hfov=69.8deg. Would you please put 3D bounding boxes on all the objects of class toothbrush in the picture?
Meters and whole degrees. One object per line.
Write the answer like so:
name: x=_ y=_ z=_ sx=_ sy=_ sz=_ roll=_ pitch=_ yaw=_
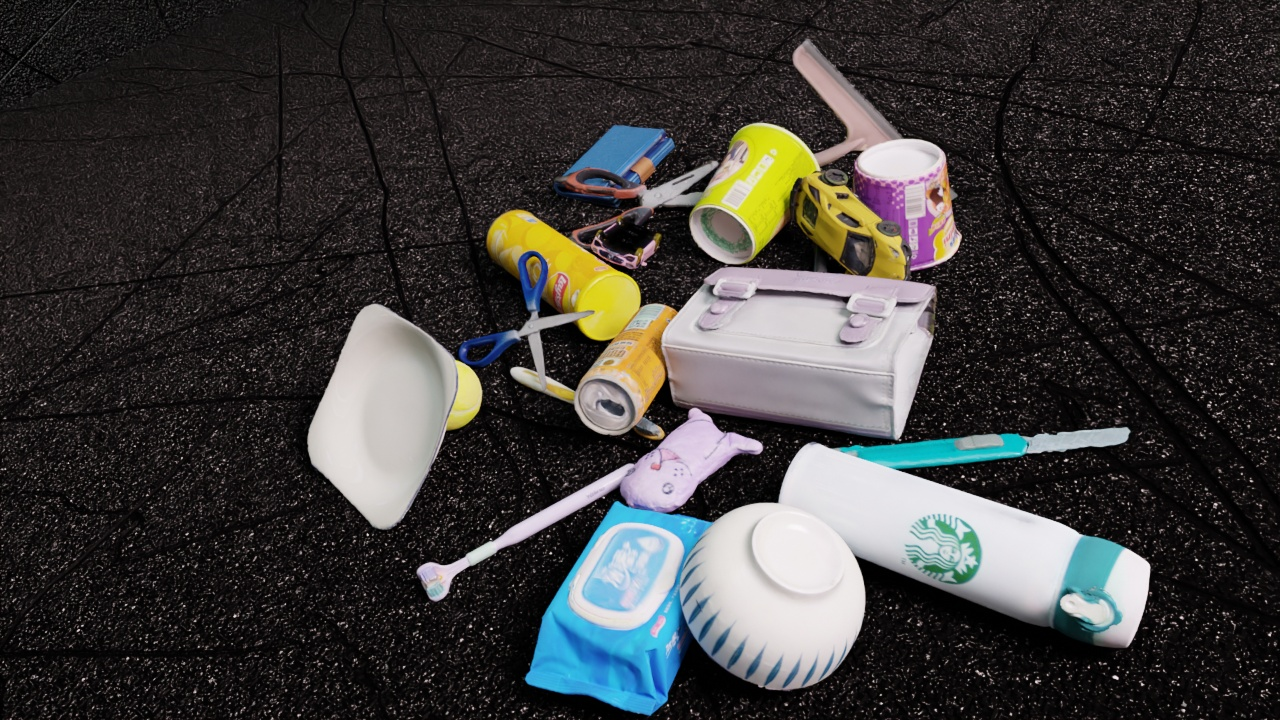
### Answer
toothbrush: x=-0.054 y=0.035 z=0.825 sx=0.191 sy=0.018 sz=0.016 roll=21 pitch=66 yaw=37
toothbrush: x=-0.083 y=0.127 z=0.714 sx=0.189 sy=0.029 sz=0.021 roll=-27 pitch=1 yaw=-19

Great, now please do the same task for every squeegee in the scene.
squeegee: x=0.174 y=-0.222 z=1.013 sx=0.250 sy=0.247 sz=0.040 roll=0 pitch=60 yaw=59

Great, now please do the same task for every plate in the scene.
plate: x=-0.215 y=0.047 z=0.792 sx=0.164 sy=0.034 sz=0.164 roll=32 pitch=100 yaw=37

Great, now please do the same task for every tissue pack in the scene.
tissue pack: x=-0.005 y=0.160 z=0.617 sx=0.095 sy=0.052 sz=0.156 roll=7 pitch=42 yaw=27

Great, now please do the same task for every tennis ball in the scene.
tennis ball: x=-0.177 y=0.031 z=0.831 sx=0.065 sy=0.065 sz=0.065 roll=-9 pitch=37 yaw=7

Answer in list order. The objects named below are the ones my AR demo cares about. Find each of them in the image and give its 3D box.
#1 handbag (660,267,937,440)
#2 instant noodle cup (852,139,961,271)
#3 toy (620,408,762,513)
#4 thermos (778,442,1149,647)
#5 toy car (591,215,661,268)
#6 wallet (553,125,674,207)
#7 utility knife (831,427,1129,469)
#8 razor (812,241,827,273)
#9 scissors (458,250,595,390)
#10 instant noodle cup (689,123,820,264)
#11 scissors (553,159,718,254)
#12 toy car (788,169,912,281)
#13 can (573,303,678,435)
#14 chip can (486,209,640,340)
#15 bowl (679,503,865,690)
handbag: x=0.137 y=-0.020 z=0.776 sx=0.197 sy=0.098 sz=0.144 roll=8 pitch=37 yaw=26
instant noodle cup: x=0.257 y=-0.157 z=0.907 sx=0.111 sy=0.099 sz=0.111 roll=-10 pitch=35 yaw=7
toy: x=0.033 y=0.083 z=0.716 sx=0.107 sy=0.039 sz=0.084 roll=-35 pitch=35 yaw=-26
thermos: x=0.202 y=0.117 z=0.592 sx=0.224 sy=0.073 sz=0.073 roll=17 pitch=47 yaw=34
toy car: x=-0.016 y=-0.122 z=0.981 sx=0.056 sy=0.037 sz=0.122 roll=24 pitch=24 yaw=7
wallet: x=-0.032 y=-0.250 z=1.169 sx=0.106 sy=0.040 sz=0.132 roll=18 pitch=57 yaw=37
utility knife: x=0.249 y=0.065 z=0.689 sx=0.223 sy=0.013 sz=0.029 roll=-6 pitch=38 yaw=10
razor: x=0.178 y=-0.087 z=0.905 sx=0.042 sy=0.022 sz=0.142 roll=23 pitch=35 yaw=-7
scissors: x=-0.113 y=-0.033 z=0.888 sx=0.163 sy=0.012 sz=0.172 roll=-31 pitch=50 yaw=21
instant noodle cup: x=0.114 y=-0.168 z=0.970 sx=0.112 sy=0.112 sz=0.123 roll=16 pitch=55 yaw=34
scissors: x=-0.002 y=-0.187 z=1.077 sx=0.227 sy=0.015 sz=0.188 roll=15 pitch=57 yaw=13
toy car: x=0.200 y=-0.124 z=0.881 sx=0.041 sy=0.071 sz=0.156 roll=-21 pitch=52 yaw=-23
can: x=-0.005 y=0.005 z=0.793 sx=0.058 sy=0.058 sz=0.145 roll=2 pitch=28 yaw=21
chip can: x=-0.085 y=-0.094 z=0.961 sx=0.072 sy=0.072 sz=0.213 roll=-30 pitch=38 yaw=-20
bowl: x=0.088 y=0.136 z=0.571 sx=0.116 sy=0.066 sz=0.116 roll=9 pitch=46 yaw=-10
